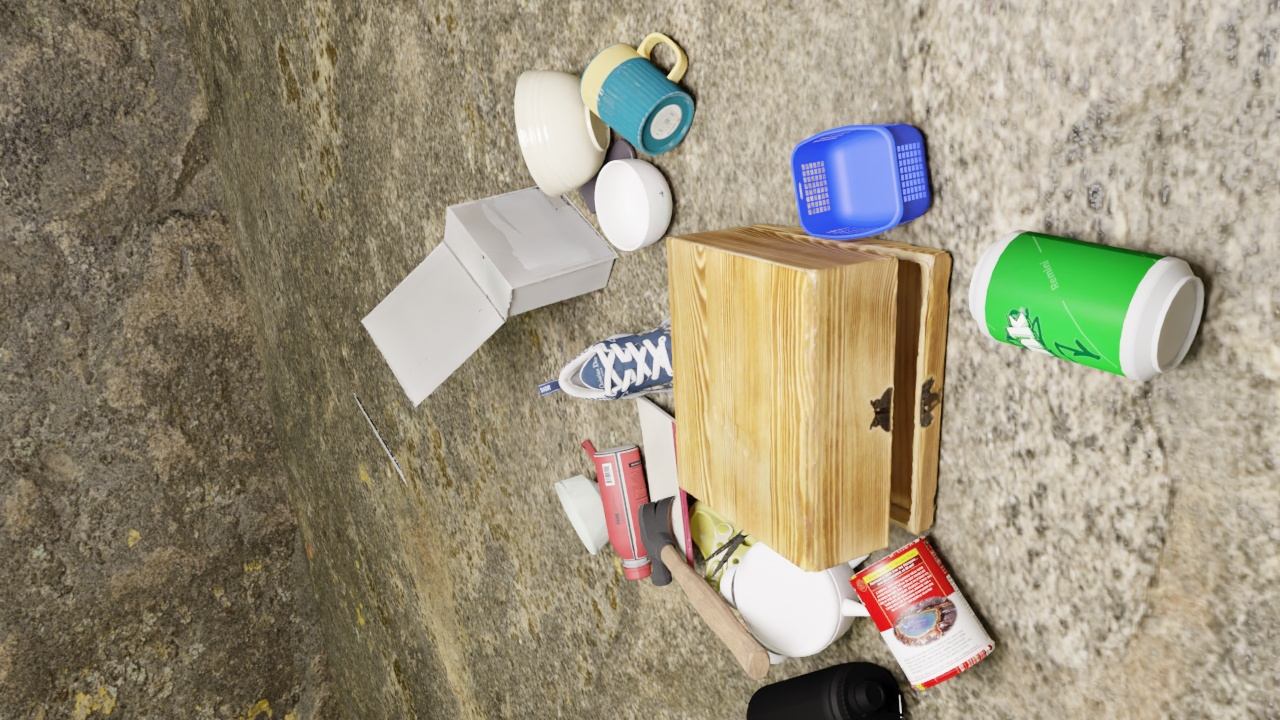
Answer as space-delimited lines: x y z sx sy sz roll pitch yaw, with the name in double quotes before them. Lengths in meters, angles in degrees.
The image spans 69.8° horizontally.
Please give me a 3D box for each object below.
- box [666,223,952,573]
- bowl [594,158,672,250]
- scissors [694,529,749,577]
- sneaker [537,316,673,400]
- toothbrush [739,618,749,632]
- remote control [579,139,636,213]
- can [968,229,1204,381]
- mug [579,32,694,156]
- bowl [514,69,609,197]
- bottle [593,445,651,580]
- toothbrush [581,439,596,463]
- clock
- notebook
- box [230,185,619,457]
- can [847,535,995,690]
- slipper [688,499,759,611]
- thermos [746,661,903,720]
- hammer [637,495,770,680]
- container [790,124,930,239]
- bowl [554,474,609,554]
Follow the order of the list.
"box" 0.146 0.019 0.890 0.245 0.167 0.279 23 123 55
"bowl" -0.003 -0.185 1.075 0.105 0.054 0.105 29 128 45
"scissors" 0.129 0.172 0.980 0.154 0.162 0.012 -16 112 21
"sneaker" -0.006 0.006 1.090 0.270 0.132 0.103 -13 92 50
"toothbrush" 0.101 0.276 1.167 0.184 0.015 0.015 64 150 14
"remote control" -0.040 -0.229 1.142 0.125 0.009 0.046 -35 76 53
"can" 0.323 -0.043 0.674 0.140 0.087 0.088 24 123 46
"mug" 0.005 -0.298 1.003 0.107 0.083 0.114 47 110 30
"bowl" -0.083 -0.276 1.089 0.075 0.150 0.151 -8 100 19
"bottle" -0.017 0.206 1.239 0.062 0.062 0.176 -11 90 54
"toothbrush" -0.033 0.190 1.305 0.190 0.016 0.016 54 141 24
"clock" 0.168 0.246 0.980 0.161 0.072 0.125 -41 70 35
"notebook" 0.032 0.160 1.164 0.153 0.012 0.209 -147 49 -70
"box" -0.267 -0.064 1.153 0.166 0.478 0.119 51 166 28
"can" 0.265 0.239 0.871 0.116 0.086 0.087 60 143 17
"slipper" 0.107 0.239 1.089 0.190 0.081 0.092 43 133 38
"thermos" 0.207 0.386 1.012 0.199 0.086 0.086 -44 69 51
"hammer" 0.064 0.254 1.029 0.305 0.040 0.132 -144 42 -66
"container" 0.198 -0.160 0.815 0.114 0.058 0.096 2 106 53
"bowl" -0.069 0.212 1.312 0.117 0.061 0.118 55 164 24
